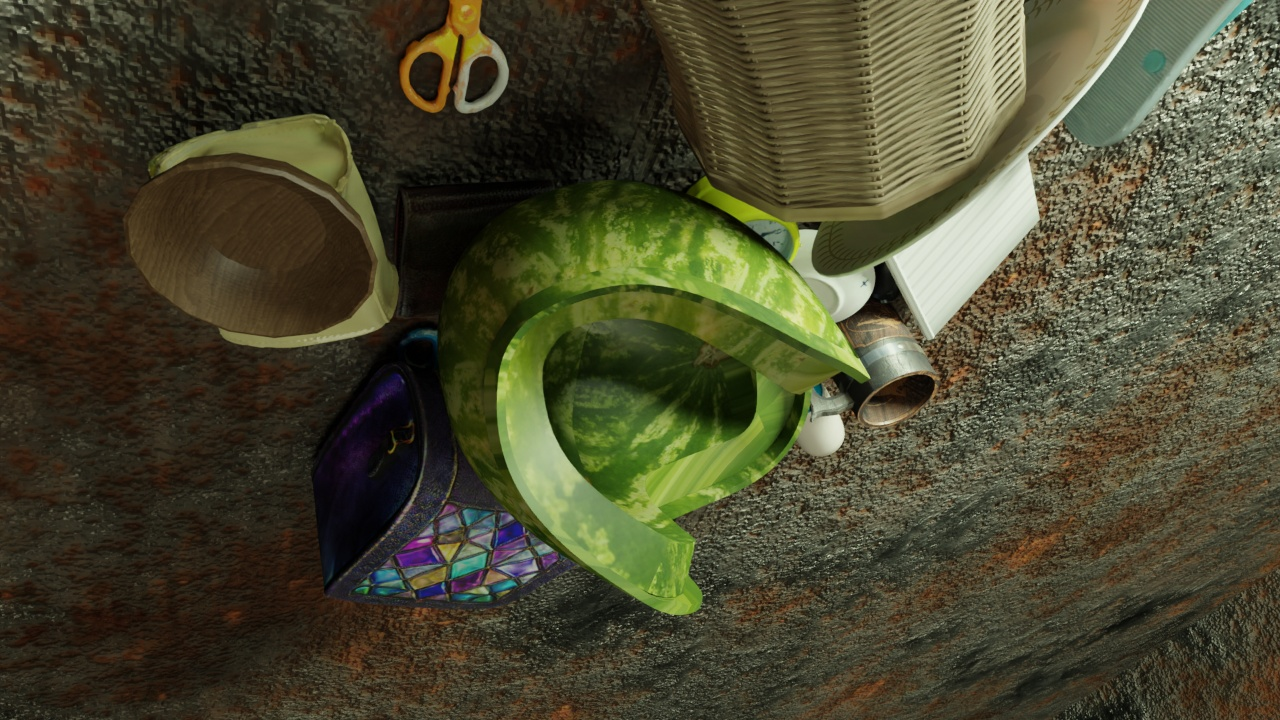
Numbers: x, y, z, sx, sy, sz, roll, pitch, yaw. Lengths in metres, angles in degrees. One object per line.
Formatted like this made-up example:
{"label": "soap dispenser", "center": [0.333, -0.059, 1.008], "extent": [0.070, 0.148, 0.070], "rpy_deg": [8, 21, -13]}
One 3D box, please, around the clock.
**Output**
{"label": "clock", "center": [0.058, -0.091, 0.660], "extent": [0.119, 0.057, 0.083], "rpy_deg": [-15, 143, 1]}

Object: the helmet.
{"label": "helmet", "center": [-0.003, 0.003, 0.557], "extent": [0.243, 0.247, 0.213], "rpy_deg": [32, 101, -2]}

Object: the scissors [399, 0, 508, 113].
{"label": "scissors", "center": [-0.093, -0.189, 0.499], "extent": [0.064, 0.013, 0.128], "rpy_deg": [-1, 139, -27]}

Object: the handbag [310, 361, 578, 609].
{"label": "handbag", "center": [-0.128, 0.096, 0.723], "extent": [0.223, 0.125, 0.204], "rpy_deg": [-40, 141, 27]}

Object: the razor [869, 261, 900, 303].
{"label": "razor", "center": [0.209, -0.115, 0.719], "extent": [0.067, 0.054, 0.152], "rpy_deg": [-8, 135, -35]}

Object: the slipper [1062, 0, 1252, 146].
{"label": "slipper", "center": [0.363, -0.250, 0.584], "extent": [0.054, 0.098, 0.269], "rpy_deg": [-7, 142, -17]}

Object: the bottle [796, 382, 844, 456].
{"label": "bottle", "center": [0.157, 0.043, 0.877], "extent": [0.051, 0.051, 0.146], "rpy_deg": [-29, 143, 8]}

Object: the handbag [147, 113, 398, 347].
{"label": "handbag", "center": [-0.209, -0.073, 0.532], "extent": [0.111, 0.081, 0.119], "rpy_deg": [-9, 143, -5]}

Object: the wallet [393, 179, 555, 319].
{"label": "wallet", "center": [-0.115, -0.074, 0.617], "extent": [0.099, 0.031, 0.120], "rpy_deg": [-7, 146, -22]}

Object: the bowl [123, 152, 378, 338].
{"label": "bowl", "center": [-0.192, -0.061, 0.461], "extent": [0.118, 0.030, 0.118], "rpy_deg": [-4, 140, -3]}

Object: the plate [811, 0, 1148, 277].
{"label": "plate", "center": [0.195, -0.138, 0.545], "extent": [0.016, 0.241, 0.243], "rpy_deg": [40, 117, -11]}

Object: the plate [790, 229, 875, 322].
{"label": "plate", "center": [0.132, -0.057, 0.725], "extent": [0.104, 0.026, 0.104], "rpy_deg": [8, 142, 6]}

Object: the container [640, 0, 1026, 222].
{"label": "container", "center": [0.085, -0.195, 0.421], "extent": [0.227, 0.226, 0.196], "rpy_deg": [-26, 150, 5]}

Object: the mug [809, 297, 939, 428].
{"label": "mug", "center": [0.180, -0.001, 0.787], "extent": [0.115, 0.107, 0.080], "rpy_deg": [-17, 143, -8]}

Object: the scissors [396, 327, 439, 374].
{"label": "scissors", "center": [-0.157, 0.014, 0.716], "extent": [0.134, 0.011, 0.138], "rpy_deg": [-23, 146, 5]}

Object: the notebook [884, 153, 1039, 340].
{"label": "notebook", "center": [0.253, -0.109, 0.721], "extent": [0.142, 0.009, 0.209], "rpy_deg": [-48, 145, 2]}
